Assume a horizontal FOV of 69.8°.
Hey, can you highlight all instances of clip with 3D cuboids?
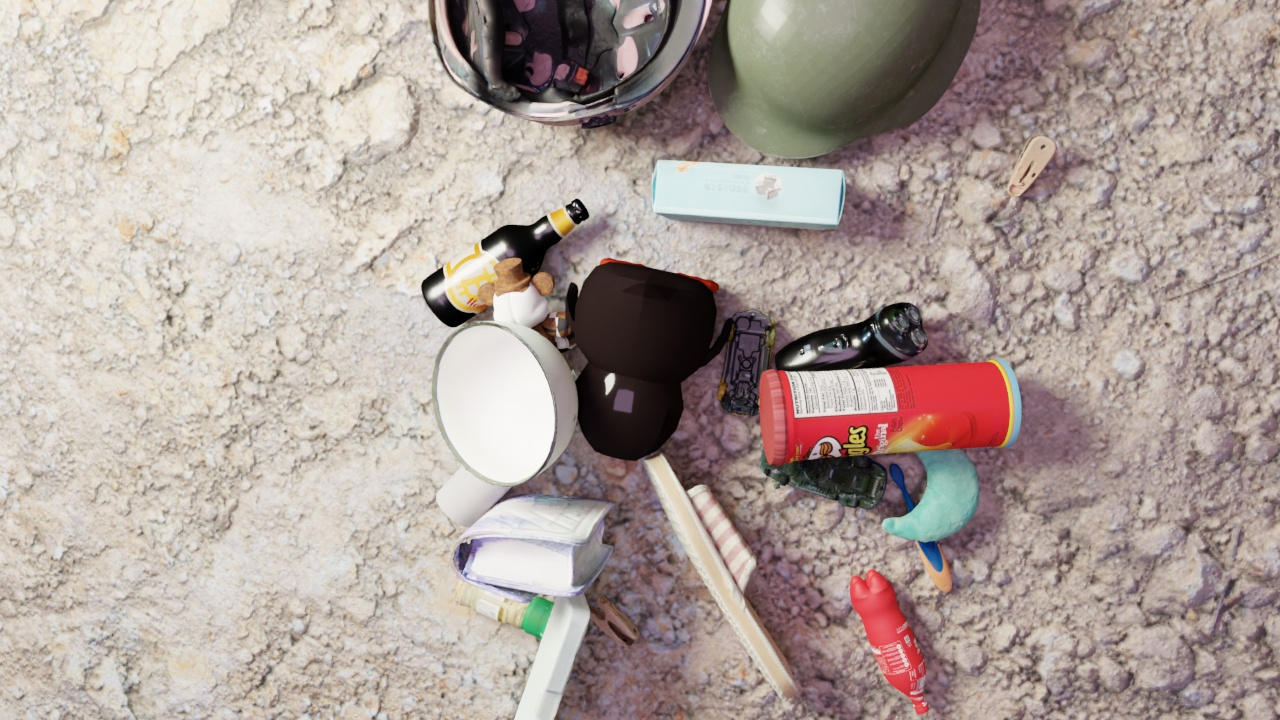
[{"bbox_3d":[0.349,-0.174,0.825,0.026,0.061,0.049,33,73,7],"label":"clip"},{"bbox_3d":[-0.031,0.271,0.944,0.049,0.026,0.061,-18,89,13],"label":"clip"}]

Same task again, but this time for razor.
[{"bbox_3d":[0.193,-0.014,0.855,0.141,0.063,0.053,-16,61,18],"label":"razor"}]

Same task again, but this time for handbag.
[{"bbox_3d":[-0.098,0.175,0.881,0.126,0.158,0.069,4,97,9],"label":"handbag"}]

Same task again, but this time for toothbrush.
[{"bbox_3d":[0.268,0.159,0.880,0.022,0.017,0.135,-24,92,16],"label":"toothbrush"}]

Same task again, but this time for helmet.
[{"bbox_3d":[-0.056,-0.319,0.837,0.256,0.152,0.230,-10,89,11],"label":"helmet"},{"bbox_3d":[0.171,-0.303,0.791,0.227,0.153,0.268,44,101,5],"label":"helmet"}]

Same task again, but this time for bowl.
[{"bbox_3d":[-0.117,0.035,0.855,0.154,0.072,0.153,8,104,33],"label":"bowl"}]

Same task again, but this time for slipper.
[{"bbox_3d":[0.085,0.199,0.875,0.052,0.115,0.263,-30,89,-8],"label":"slipper"}]

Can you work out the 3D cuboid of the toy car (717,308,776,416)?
[{"bbox_3d":[0.104,0.002,0.892,0.049,0.030,0.107,10,98,12],"label":"toy car"}]

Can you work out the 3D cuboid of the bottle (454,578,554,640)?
[{"bbox_3d":[-0.138,0.255,0.955,0.111,0.043,0.043,19,98,10],"label":"bottle"}]

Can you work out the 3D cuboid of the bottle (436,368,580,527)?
[{"bbox_3d":[-0.125,0.085,0.933,0.052,0.052,0.195,45,101,5],"label":"bottle"}]

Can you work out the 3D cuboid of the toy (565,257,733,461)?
[{"bbox_3d":[-0.005,0.005,0.856,0.159,0.140,0.184,13,98,5],"label":"toy"}]

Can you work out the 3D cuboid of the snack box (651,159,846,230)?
[{"bbox_3d":[0.102,-0.154,0.857,0.175,0.075,0.053,5,96,11],"label":"snack box"}]

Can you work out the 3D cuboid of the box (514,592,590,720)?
[{"bbox_3d":[-0.091,0.307,0.901,0.044,0.136,0.197,20,98,-4],"label":"box"}]

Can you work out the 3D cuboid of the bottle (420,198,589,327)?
[{"bbox_3d":[-0.131,-0.103,0.916,0.182,0.059,0.059,-32,88,12],"label":"bottle"}]

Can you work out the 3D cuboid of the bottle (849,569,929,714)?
[{"bbox_3d":[0.242,0.271,0.879,0.042,0.042,0.141,-24,90,12],"label":"bottle"}]

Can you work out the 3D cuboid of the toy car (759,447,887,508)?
[{"bbox_3d":[0.174,0.105,0.878,0.120,0.043,0.056,17,97,13],"label":"toy car"}]

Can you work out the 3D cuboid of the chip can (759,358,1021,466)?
[{"bbox_3d":[0.219,0.045,0.824,0.213,0.087,0.087,-4,94,0],"label":"chip can"}]

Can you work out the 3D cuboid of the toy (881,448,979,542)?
[{"bbox_3d":[0.274,0.119,0.860,0.085,0.033,0.105,10,82,0],"label":"toy"}]

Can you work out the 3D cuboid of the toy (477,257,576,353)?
[{"bbox_3d":[-0.112,-0.046,0.896,0.087,0.067,0.113,-9,118,12],"label":"toy"}]
